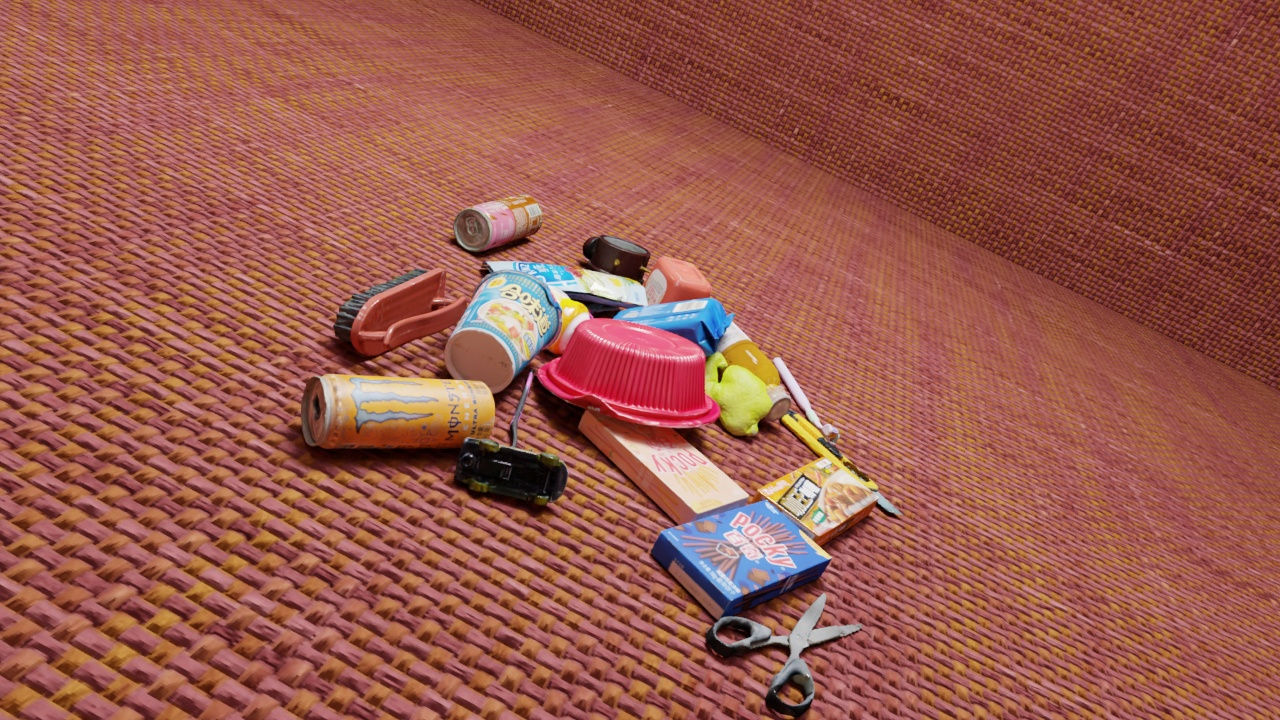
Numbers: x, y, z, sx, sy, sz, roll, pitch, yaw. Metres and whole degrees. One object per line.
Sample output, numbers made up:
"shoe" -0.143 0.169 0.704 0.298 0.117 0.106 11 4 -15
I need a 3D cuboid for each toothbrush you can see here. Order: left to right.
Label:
"toothbrush" -0.116 0.051 0.855 0.018 0.014 0.189 10 25 -3
"toothbrush" 0.205 0.045 1.160 0.021 0.029 0.189 -19 33 -4

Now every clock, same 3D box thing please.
"clock" -0.034 -0.139 1.259 0.082 0.055 0.122 10 21 -28

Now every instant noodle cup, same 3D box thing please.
"instant noodle cup" -0.139 -0.024 0.896 0.099 0.099 0.109 25 32 1
"instant noodle cup" -0.006 0.005 0.936 0.194 0.066 0.193 13 15 -4

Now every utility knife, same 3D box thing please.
"utility knife" 0.226 0.112 1.046 0.033 0.015 0.193 -4 37 -43

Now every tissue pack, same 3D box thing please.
"tissue pack" 0.028 -0.030 1.059 0.157 0.052 0.094 -6 19 18

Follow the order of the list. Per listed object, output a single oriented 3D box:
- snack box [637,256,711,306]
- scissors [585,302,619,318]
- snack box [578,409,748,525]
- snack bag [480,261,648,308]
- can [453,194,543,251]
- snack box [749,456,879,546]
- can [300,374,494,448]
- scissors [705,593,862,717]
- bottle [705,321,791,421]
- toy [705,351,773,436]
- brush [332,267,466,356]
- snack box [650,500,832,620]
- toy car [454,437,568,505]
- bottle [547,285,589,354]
"snack box" 0.044 -0.084 1.197 0.082 0.080 0.091 10 28 -28
"scissors" -0.074 -0.067 1.137 0.077 0.017 0.137 21 18 13
"snack box" 0.021 0.097 0.873 0.157 0.026 0.084 39 28 30
"snack bag" -0.092 -0.094 1.124 0.190 0.039 0.110 7 25 -28
"can" -0.185 -0.182 1.209 0.058 0.058 0.147 30 24 11
"snack box" 0.178 0.143 0.926 0.075 0.026 0.153 37 27 26
"can" -0.193 0.043 0.743 0.145 0.058 0.058 4 32 -39
"scissors" 0.122 0.225 0.728 0.159 0.014 0.170 21 22 -14
"bottle" 0.109 0.000 1.100 0.067 0.068 0.189 2 35 -41
"toy" 0.098 0.036 1.023 0.100 0.096 0.031 2 -17 4
"brush" -0.227 -0.043 0.881 0.069 0.063 0.145 17 23 15
"snack box" 0.090 0.168 0.793 0.156 0.026 0.084 -5 37 -48
"toy car" -0.104 0.089 0.751 0.090 0.042 0.035 15 6 -8
"bottle" -0.110 -0.054 1.011 0.108 0.063 0.063 33 25 17
